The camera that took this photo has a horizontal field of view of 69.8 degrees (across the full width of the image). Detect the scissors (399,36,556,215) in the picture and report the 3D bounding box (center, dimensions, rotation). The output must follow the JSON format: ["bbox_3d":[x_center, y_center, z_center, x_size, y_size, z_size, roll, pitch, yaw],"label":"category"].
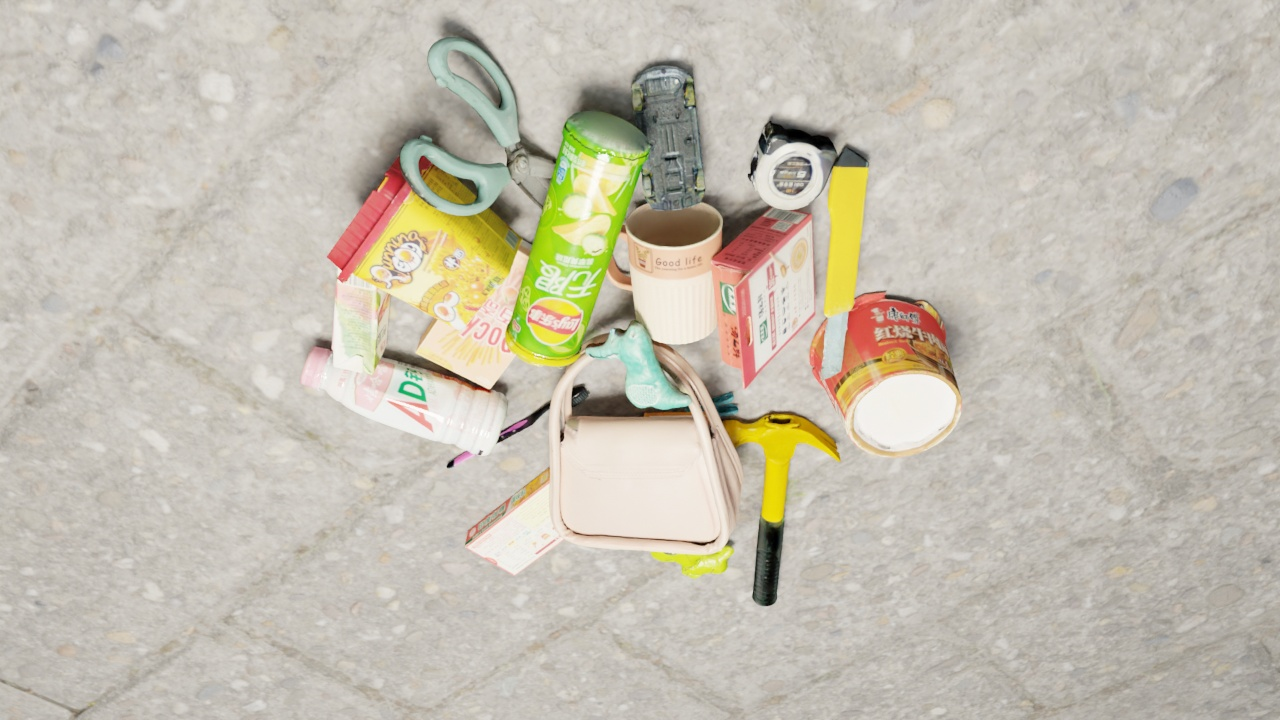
[{"bbox_3d":[-0.126,-0.157,0.730,0.019,0.170,0.177,2,144,38],"label":"scissors"}]

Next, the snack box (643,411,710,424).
[{"bbox_3d":[0.053,0.118,1.000,0.075,0.026,0.154,-2,130,17],"label":"snack box"}]

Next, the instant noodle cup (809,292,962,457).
[{"bbox_3d":[0.242,0.021,0.892,0.138,0.108,0.138,-1,129,-2],"label":"instant noodle cup"}]

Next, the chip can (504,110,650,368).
[{"bbox_3d":[-0.056,-0.099,0.775,0.072,0.072,0.222,13,124,-13],"label":"chip can"}]

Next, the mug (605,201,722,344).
[{"bbox_3d":[0.018,-0.082,0.826,0.115,0.081,0.106,14,133,21],"label":"mug"}]

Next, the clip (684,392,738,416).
[{"bbox_3d":[0.075,0.051,0.968,0.057,0.014,0.047,-13,125,11],"label":"clip"}]

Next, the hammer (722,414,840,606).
[{"bbox_3d":[0.154,0.180,1.061,0.129,0.032,0.301,-1,128,0],"label":"hammer"}]

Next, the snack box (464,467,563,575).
[{"bbox_3d":[-0.123,0.186,1.056,0.156,0.027,0.077,-39,120,24],"label":"snack box"}]

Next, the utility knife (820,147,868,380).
[{"bbox_3d":[0.180,-0.083,0.829,0.033,0.015,0.216,4,110,5],"label":"utility knife"}]

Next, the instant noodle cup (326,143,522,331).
[{"bbox_3d":[-0.174,-0.099,0.767,0.123,0.115,0.116,35,119,-19],"label":"instant noodle cup"}]

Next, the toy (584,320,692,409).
[{"bbox_3d":[-0.005,0.005,0.842,0.097,0.030,0.092,-3,118,36],"label":"toy"}]

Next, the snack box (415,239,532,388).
[{"bbox_3d":[-0.140,-0.047,0.873,0.084,0.026,0.158,28,122,-22],"label":"snack box"}]

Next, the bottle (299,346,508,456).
[{"bbox_3d":[-0.234,0.036,0.910,0.197,0.068,0.068,19,125,-13],"label":"bottle"}]

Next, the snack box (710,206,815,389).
[{"bbox_3d":[0.105,-0.057,0.815,0.044,0.126,0.113,21,138,34],"label":"snack box"}]

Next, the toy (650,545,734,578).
[{"bbox_3d":[0.062,0.227,1.094,0.097,0.031,0.100,-14,132,9],"label":"toy"}]

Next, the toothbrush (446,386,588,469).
[{"bbox_3d":[-0.133,0.075,0.977,0.189,0.014,0.018,-30,133,20],"label":"toothbrush"}]

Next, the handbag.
[{"bbox_3d":[-0.004,0.079,0.919,0.193,0.093,0.234,-2,120,16],"label":"handbag"}]

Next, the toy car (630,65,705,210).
[{"bbox_3d":[0.023,-0.184,0.767,0.054,0.036,0.121,-7,118,4],"label":"toy car"}]

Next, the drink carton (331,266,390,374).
[{"bbox_3d":[-0.258,-0.051,0.847,0.045,0.053,0.123,12,127,-7],"label":"drink carton"}]

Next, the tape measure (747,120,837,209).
[{"bbox_3d":[0.127,-0.165,0.788,0.065,0.033,0.066,14,124,-11],"label":"tape measure"}]
